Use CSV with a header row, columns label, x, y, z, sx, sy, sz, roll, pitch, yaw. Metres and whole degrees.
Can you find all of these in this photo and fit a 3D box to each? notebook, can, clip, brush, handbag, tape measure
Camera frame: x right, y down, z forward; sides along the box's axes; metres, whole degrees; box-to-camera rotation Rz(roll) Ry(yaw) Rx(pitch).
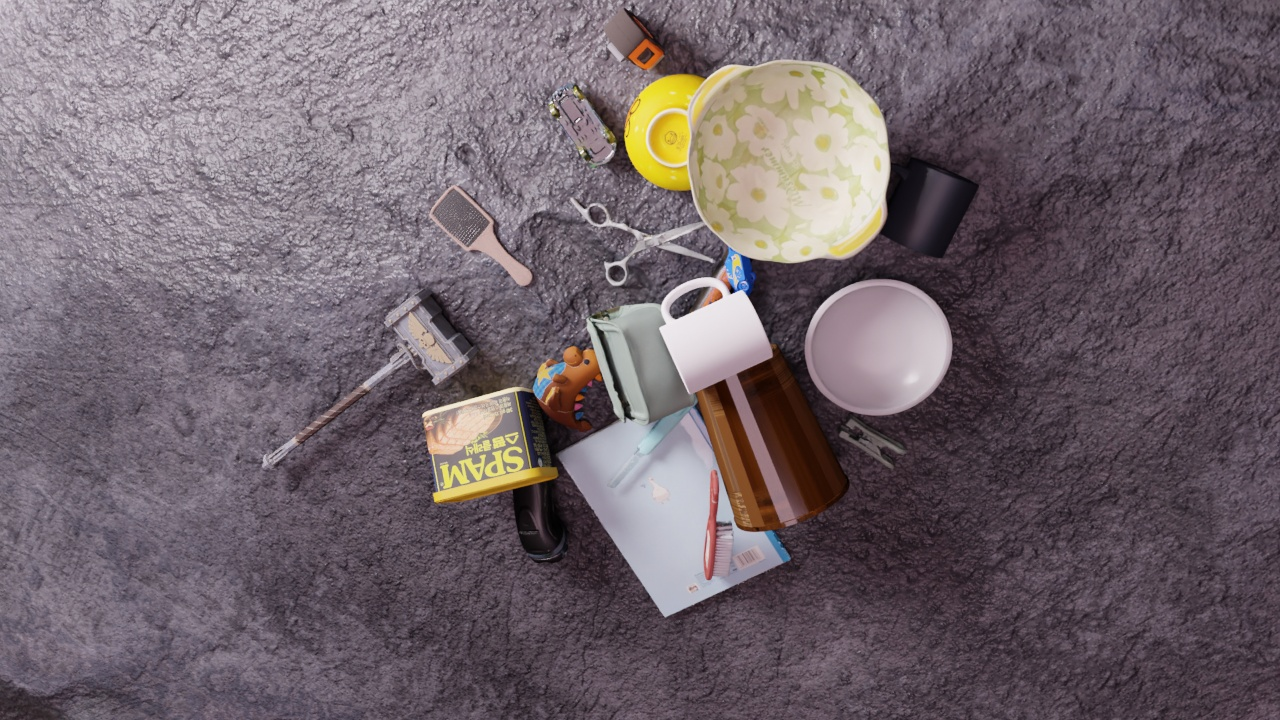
label,x,y,z,sx,sy,sz,roll,pitch,yaw
notebook,0.040,0.174,1.095,0.181,0.009,0.253,-29,102,17
can,-0.174,0.098,1.054,0.135,0.075,0.104,-15,79,14
clip,0.258,0.090,1.024,0.076,0.023,0.042,32,112,0
brush,-0.174,-0.133,1.023,0.135,0.015,0.050,44,111,-7
handbag,-0.006,0.006,0.995,0.067,0.106,0.122,-24,105,-25
brush,0.090,0.188,1.040,0.030,0.040,0.173,-2,130,-2
tape measure,-0.010,-0.315,0.911,0.038,0.058,0.058,-41,95,19

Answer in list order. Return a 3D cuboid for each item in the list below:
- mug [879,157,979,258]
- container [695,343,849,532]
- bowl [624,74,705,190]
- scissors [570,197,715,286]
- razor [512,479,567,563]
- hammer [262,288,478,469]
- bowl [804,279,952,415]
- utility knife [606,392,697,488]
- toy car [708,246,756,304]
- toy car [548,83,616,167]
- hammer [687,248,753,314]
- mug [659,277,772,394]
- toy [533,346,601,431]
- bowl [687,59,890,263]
label,x,y,z,sx,sy,sz,roll,pitch,yaw
mug,0.268,-0.156,0.906,0.105,0.071,0.078,17,111,-13
container,0.133,0.078,0.990,0.132,0.132,0.167,-21,98,15
bowl,0.039,-0.228,0.927,0.117,0.067,0.117,3,109,9
scissors,0.000,-0.138,0.979,0.158,0.014,0.142,49,124,-4
razor,-0.121,0.173,1.104,0.053,0.063,0.140,-7,94,28
hammer,-0.344,0.045,1.096,0.323,0.044,0.098,-35,100,18
bowl,0.250,-0.018,0.976,0.149,0.043,0.150,3,109,9
utility knife,0.013,0.092,1.057,0.022,0.015,0.166,39,108,-3
toy car,0.085,-0.092,0.953,0.062,0.033,0.092,-3,114,24
toy car,-0.058,-0.245,0.958,0.039,0.027,0.090,-33,100,15
hammer,0.120,-0.111,0.972,0.138,0.035,0.315,30,112,-2
mug,0.068,-0.033,0.922,0.090,0.074,0.110,-25,65,2
toy,-0.070,0.034,1.054,0.090,0.070,0.103,-39,122,6
bowl,0.141,-0.192,0.885,0.219,0.060,0.189,41,110,-9
